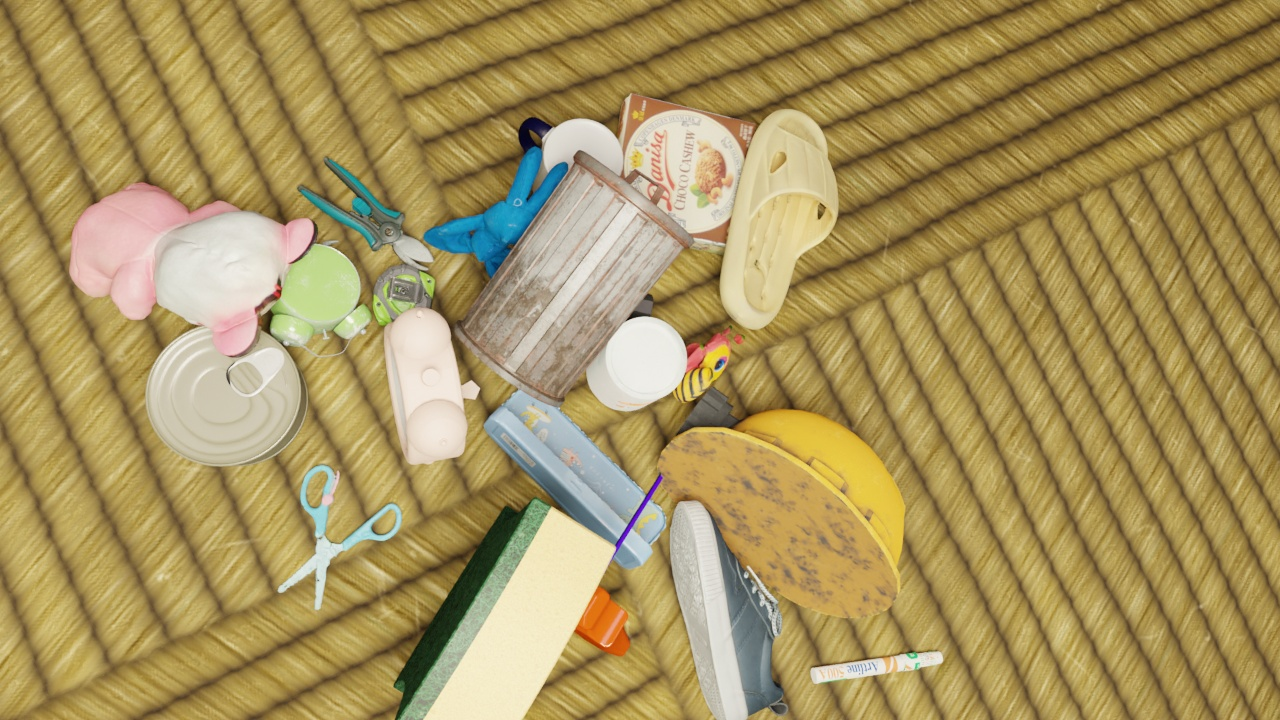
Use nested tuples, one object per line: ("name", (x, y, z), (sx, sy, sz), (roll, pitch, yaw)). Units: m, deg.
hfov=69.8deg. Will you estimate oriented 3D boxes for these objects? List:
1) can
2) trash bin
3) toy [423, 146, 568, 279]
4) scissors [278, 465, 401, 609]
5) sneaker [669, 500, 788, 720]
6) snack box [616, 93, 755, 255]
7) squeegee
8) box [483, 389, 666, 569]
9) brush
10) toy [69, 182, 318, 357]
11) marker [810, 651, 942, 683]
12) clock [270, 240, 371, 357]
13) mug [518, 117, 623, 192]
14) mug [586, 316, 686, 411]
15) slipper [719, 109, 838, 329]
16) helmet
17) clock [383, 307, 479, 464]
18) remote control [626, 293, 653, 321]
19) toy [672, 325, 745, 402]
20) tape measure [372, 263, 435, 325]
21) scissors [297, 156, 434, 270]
("can", (-0.374, 0.034, 0.841), (0.127, 0.073, 0.127), (2, 82, -12))
("trash bin", (-0.056, -0.078, 0.824), (0.131, 0.130, 0.211), (37, 96, -5))
("toy", (-0.129, -0.126, 0.881), (0.112, 0.177, 0.070), (31, 45, -24))
("scissors", (-0.283, 0.171, 0.877), (0.119, 0.015, 0.138), (5, 87, -11))
("sneaker", (0.092, 0.246, 0.904), (0.087, 0.089, 0.235), (-15, 98, -17))
("snack box", (0.043, -0.197, 0.984), (0.147, 0.041, 0.143), (10, 81, -12))
("squeegee", (-0.040, 0.237, 0.842), (0.055, 0.185, 0.249), (23, 67, 26))
("box", (-0.057, 0.109, 0.911), (0.210, 0.073, 0.078), (45, 62, -2))
("brush", (-0.124, 0.223, 0.779), (0.075, 0.251, 0.194), (33, 73, -6))
("toy", (-0.396, -0.091, 0.810), (0.213, 0.084, 0.141), (21, 63, 18))
("marker", (0.251, 0.323, 0.969), (0.145, 0.017, 0.017), (-4, 83, -13))
("clock", (-0.310, -0.061, 0.873), (0.094, 0.043, 0.119), (-13, 83, -33))
("mug", (-0.078, -0.200, 0.929), (0.112, 0.097, 0.078), (40, 76, -4))
("mug", (-0.005, 0.005, 0.912), (0.082, 0.105, 0.082), (2, 82, -12))
("slipper", (0.155, -0.157, 0.961), (0.111, 0.079, 0.261), (31, 69, -34))
("helmet", (0.158, 0.122, 0.903), (0.255, 0.206, 0.131), (36, 54, 8))
("clock", (-0.187, 0.025, 0.839), (0.086, 0.161, 0.131), (-10, 84, -13))
("remote control", (-0.059, -0.069, 0.957), (0.146, 0.015, 0.033), (12, 80, -11))
("toy", (0.063, 0.005, 0.936), (0.046, 0.084, 0.103), (50, 39, -8))
("tape measure", (-0.234, -0.062, 0.906), (0.058, 0.036, 0.065), (5, 81, -11))
("scissors", (-0.272, -0.148, 0.919), (0.131, 0.019, 0.149), (-6, 83, -13))
